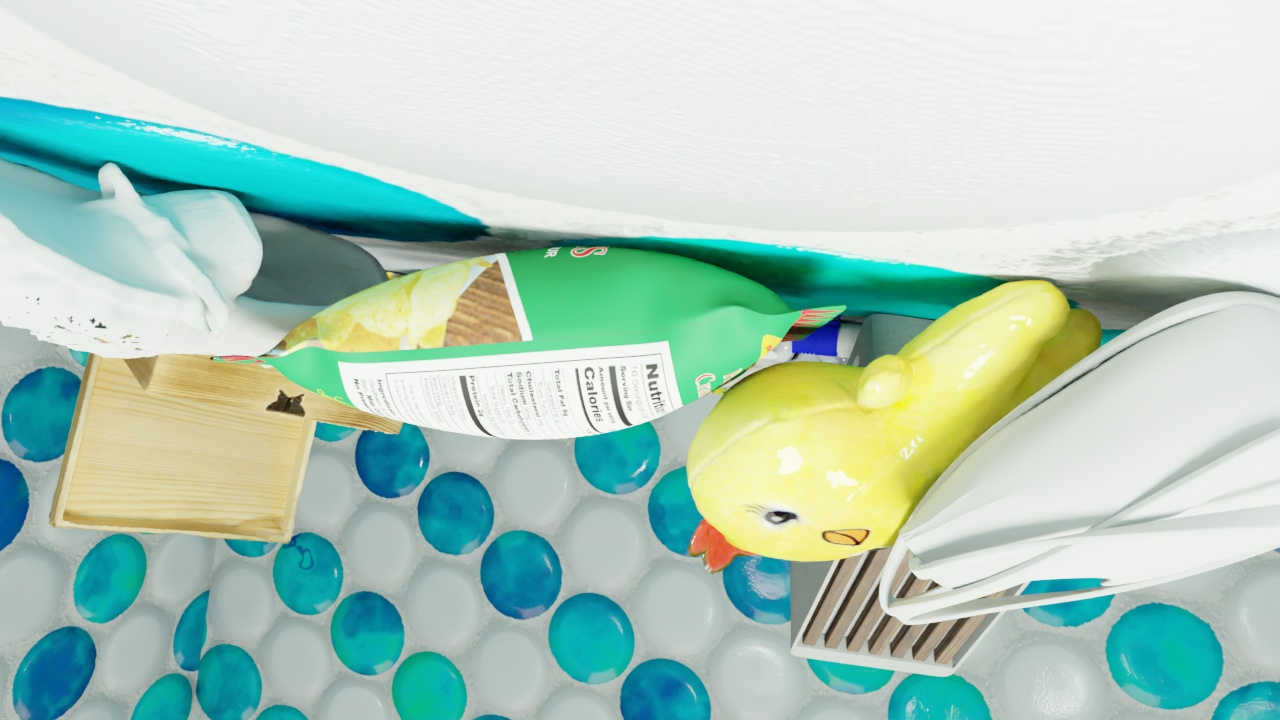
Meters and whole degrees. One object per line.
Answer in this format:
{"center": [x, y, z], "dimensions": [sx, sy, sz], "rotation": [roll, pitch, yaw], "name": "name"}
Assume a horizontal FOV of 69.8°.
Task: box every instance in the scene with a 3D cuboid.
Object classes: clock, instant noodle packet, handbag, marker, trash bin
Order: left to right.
{"center": [-0.039, -0.007, 0.454], "dimensions": [0.253, 0.090, 0.195], "rotation": [-4, 177, 5], "name": "instant noodle packet"}
{"center": [0.144, -0.009, 0.677], "dimensions": [0.095, 0.035, 0.122], "rotation": [7, 179, 43], "name": "clock"}
{"center": [0.167, -0.012, 0.597], "dimensions": [0.133, 0.027, 0.023], "rotation": [5, 179, 14], "name": "marker"}
{"center": [0.176, 0.096, 0.596], "dimensions": [0.114, 0.114, 0.229], "rotation": [8, 138, 0], "name": "trash bin"}
{"center": [0.203, 0.072, 0.390], "dimensions": [0.215, 0.095, 0.223], "rotation": [8, 141, -35], "name": "handbag"}

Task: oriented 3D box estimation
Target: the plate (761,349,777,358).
{"center": [0.033, -0.028, 0.647], "dimensions": [0.134, 0.011, 0.134], "rotation": [19, 176, 1], "name": "plate"}

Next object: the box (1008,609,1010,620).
{"center": [0.281, 0.118, 0.835], "dimensions": [0.153, 0.214, 0.164], "rotation": [7, -174, 6], "name": "box"}

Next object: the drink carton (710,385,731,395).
{"center": [0.089, 0.004, 0.864], "dimensions": [0.125, 0.076, 0.048], "rotation": [12, 179, -6], "name": "drink carton"}

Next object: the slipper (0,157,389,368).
{"center": [-0.202, -0.043, 0.419], "dimensions": [0.112, 0.075, 0.246], "rotation": [40, -171, 19], "name": "slipper"}

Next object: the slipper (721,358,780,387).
{"center": [-0.005, 0.004, 0.764], "dimensions": [0.266, 0.081, 0.112], "rotation": [5, -159, -5], "name": "slipper"}

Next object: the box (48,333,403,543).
{"center": [-0.481, 0.077, 1.063], "dimensions": [0.278, 0.335, 0.286], "rotation": [13, -169, -42], "name": "box"}

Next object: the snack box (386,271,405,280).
{"center": [-0.226, -0.045, 0.820], "dimensions": [0.106, 0.061, 0.083], "rotation": [7, 179, 38], "name": "snack box"}

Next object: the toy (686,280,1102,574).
{"center": [0.102, 0.032, 0.414], "dimensions": [0.133, 0.092, 0.208], "rotation": [22, 141, -41], "name": "toy"}
